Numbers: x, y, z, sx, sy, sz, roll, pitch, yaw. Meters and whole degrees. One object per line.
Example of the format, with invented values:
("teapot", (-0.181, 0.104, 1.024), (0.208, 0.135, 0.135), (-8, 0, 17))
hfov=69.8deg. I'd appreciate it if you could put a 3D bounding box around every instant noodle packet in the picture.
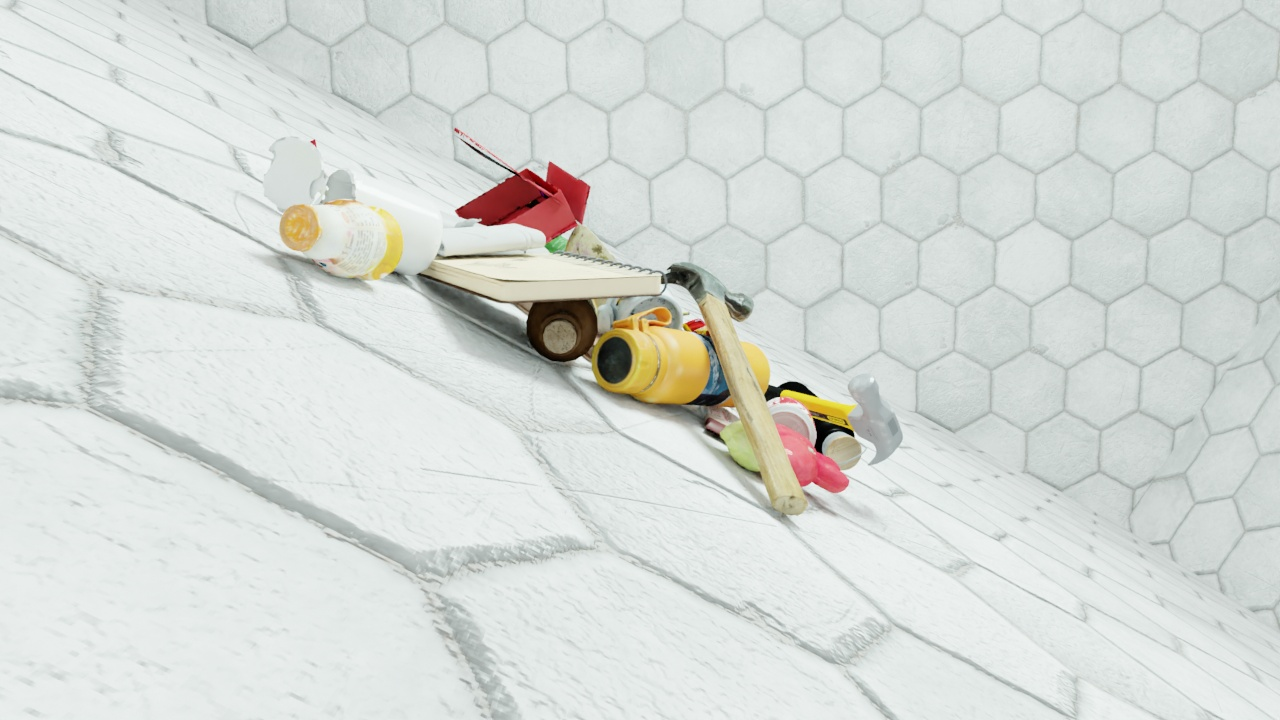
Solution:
("instant noodle packet", (0.105, -0.014, 1.347), (0.098, 0.040, 0.135), (51, 4, -10))

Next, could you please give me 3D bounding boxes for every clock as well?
("clock", (-0.006, -0.057, 1.035), (0.117, 0.083, 0.057), (24, 17, -27))

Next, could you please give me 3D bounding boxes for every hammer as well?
("hammer", (0.172, 0.047, 1.070), (0.324, 0.029, 0.127), (15, -36, 56))
("hammer", (0.093, 0.013, 0.875), (0.132, 0.033, 0.330), (29, 28, -32))

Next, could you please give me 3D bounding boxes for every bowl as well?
("bowl", (-0.068, -0.107, 1.240), (0.145, 0.063, 0.145), (54, -9, 12))

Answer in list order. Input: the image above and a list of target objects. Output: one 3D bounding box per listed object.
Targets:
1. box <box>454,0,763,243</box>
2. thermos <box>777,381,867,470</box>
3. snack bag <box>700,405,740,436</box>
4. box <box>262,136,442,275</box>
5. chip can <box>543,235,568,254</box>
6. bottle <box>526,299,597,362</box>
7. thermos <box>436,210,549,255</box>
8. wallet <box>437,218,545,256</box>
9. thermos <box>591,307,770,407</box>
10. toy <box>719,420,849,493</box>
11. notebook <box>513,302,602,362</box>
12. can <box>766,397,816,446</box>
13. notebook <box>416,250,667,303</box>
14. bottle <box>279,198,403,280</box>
("box", (-0.065, -0.345, 1.259), (0.141, 0.511, 0.215), (42, 3, -28))
("thermos", (0.223, 0.085, 1.154), (0.061, 0.061, 0.231), (27, 9, -14))
("snack bag", (0.090, 0.066, 0.997), (0.057, 0.013, 0.157), (28, 9, -5))
("box", (-0.271, -0.145, 0.859), (0.137, 0.083, 0.143), (18, 19, -46))
("chip can", (-0.096, -0.133, 1.367), (0.223, 0.075, 0.075), (31, 9, 15))
("bottle", (-0.074, -0.035, 0.877), (0.068, 0.068, 0.157), (28, 9, -8))
("thermos", (-0.198, -0.129, 1.004), (0.223, 0.052, 0.052), (15, 15, -37))
("wallet", (-0.164, -0.127, 0.942), (0.116, 0.032, 0.086), (-9, 17, -37))
("thermos", (0.041, 0.002, 0.945), (0.232, 0.076, 0.091), (6, 46, -52))
("toy", (0.139, 0.093, 0.883), (0.135, 0.045, 0.091), (21, 20, -17))
("notebook", (-0.064, -0.038, 1.086), (0.210, 0.022, 0.169), (36, 12, 38))
("can", (0.153, 0.074, 0.978), (0.064, 0.064, 0.104), (30, 7, 6))
("notebook", (-0.098, -0.082, 0.867), (0.167, 0.024, 0.226), (-5, 14, -31))
("bottle", (-0.238, -0.098, 0.731), (0.063, 0.063, 0.109), (31, 9, 14))
